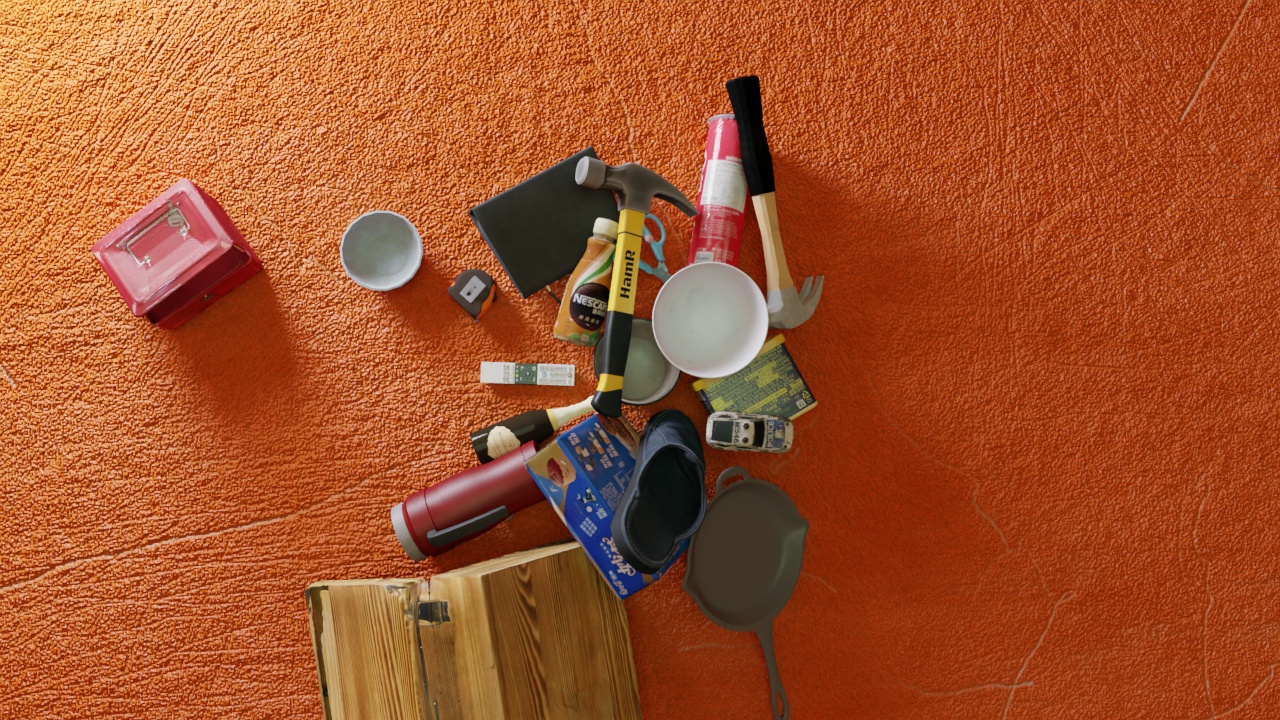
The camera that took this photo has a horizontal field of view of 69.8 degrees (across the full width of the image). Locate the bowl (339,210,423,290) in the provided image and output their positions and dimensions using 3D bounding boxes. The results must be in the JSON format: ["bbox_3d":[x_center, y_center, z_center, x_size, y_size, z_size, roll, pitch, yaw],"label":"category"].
[{"bbox_3d":[-0.338,-0.141,1.212,0.106,0.039,0.106,0,85,-4],"label":"bowl"}]

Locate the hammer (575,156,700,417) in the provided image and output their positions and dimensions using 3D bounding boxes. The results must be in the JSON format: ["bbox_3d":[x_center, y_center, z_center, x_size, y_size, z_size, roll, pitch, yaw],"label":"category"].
[{"bbox_3d":[-0.018,-0.089,1.163,0.169,0.034,0.324,11,83,-27],"label":"hammer"}]

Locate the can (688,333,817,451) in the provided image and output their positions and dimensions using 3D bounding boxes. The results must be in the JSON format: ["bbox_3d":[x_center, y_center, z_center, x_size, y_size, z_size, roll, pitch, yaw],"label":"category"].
[{"bbox_3d":[0.149,0.043,1.211,0.135,0.075,0.104,-30,90,-6],"label":"can"}]

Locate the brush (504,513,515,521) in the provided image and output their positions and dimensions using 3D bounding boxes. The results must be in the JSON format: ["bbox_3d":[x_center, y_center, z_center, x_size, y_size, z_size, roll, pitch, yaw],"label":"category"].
[{"bbox_3d":[-0.130,0.156,1.213,0.151,0.012,0.039,-43,89,-5],"label":"brush"}]

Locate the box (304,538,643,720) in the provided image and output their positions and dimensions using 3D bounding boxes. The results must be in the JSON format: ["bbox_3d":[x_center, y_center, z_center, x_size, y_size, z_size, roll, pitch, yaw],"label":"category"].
[{"bbox_3d":[-0.220,0.387,1.138,0.337,0.285,0.279,-11,86,38],"label":"box"}]

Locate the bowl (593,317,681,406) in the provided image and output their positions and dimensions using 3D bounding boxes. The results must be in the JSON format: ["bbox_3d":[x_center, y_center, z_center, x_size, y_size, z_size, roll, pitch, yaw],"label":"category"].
[{"bbox_3d":[-0.007,0.007,1.207,0.115,0.059,0.115,2,78,-7],"label":"bowl"}]

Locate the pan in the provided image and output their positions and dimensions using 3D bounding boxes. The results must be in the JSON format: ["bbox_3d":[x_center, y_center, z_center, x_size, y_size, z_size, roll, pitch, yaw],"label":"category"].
[{"bbox_3d":[0.147,0.308,1.189,0.216,0.024,0.354,-18,99,-33],"label":"pan"}]

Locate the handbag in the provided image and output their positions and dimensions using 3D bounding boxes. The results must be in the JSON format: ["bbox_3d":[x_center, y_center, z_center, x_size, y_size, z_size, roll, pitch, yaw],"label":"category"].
[{"bbox_3d":[-0.101,-0.152,1.219,0.175,0.072,0.196,-30,101,-9],"label":"handbag"}]

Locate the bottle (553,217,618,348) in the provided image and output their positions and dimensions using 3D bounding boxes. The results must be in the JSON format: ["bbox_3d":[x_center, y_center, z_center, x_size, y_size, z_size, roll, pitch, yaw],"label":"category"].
[{"bbox_3d":[-0.064,-0.101,1.191,0.059,0.059,0.167,16,90,-2],"label":"bottle"}]

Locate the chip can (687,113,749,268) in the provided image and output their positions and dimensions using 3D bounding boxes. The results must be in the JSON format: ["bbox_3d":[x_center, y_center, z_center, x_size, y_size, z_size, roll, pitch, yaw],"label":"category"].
[{"bbox_3d":[0.109,-0.205,1.229,0.073,0.073,0.233,9,85,-3],"label":"chip can"}]

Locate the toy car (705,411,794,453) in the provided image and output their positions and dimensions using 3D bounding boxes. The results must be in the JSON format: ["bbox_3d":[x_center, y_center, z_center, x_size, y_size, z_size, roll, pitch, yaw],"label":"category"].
[{"bbox_3d":[0.139,0.090,1.152,0.113,0.040,0.048,4,90,-7],"label":"toy car"}]

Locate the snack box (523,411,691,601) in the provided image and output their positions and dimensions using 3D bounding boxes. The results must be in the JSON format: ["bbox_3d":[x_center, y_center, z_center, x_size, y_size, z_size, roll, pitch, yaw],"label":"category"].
[{"bbox_3d":[-0.028,0.170,1.142,0.069,0.154,0.202,-37,86,29],"label":"snack box"}]

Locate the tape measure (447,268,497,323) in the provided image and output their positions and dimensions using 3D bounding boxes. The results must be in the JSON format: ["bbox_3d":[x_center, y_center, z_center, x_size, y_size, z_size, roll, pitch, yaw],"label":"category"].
[{"bbox_3d":[-0.219,-0.091,1.215,0.058,0.038,0.058,44,84,1],"label":"tape measure"}]

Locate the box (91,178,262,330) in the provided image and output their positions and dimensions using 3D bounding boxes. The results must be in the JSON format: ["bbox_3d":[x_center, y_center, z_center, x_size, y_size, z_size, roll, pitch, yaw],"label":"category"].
[{"bbox_3d":[-0.590,-0.132,1.176,0.157,0.098,0.129,-36,84,-2],"label":"box"}]

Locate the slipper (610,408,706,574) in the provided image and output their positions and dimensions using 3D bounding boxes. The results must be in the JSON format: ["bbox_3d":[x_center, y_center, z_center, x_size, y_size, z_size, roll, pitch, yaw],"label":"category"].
[{"bbox_3d":[0.047,0.143,1.113,0.084,0.264,0.109,-35,105,31],"label":"slipper"}]

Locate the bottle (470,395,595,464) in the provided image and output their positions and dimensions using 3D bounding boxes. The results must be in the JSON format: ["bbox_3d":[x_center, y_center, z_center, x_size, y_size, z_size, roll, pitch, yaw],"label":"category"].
[{"bbox_3d":[-0.129,0.083,1.203,0.184,0.045,0.045,-21,87,-5],"label":"bottle"}]

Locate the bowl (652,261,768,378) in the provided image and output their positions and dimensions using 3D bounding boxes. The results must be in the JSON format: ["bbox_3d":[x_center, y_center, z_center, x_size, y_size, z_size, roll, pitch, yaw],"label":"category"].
[{"bbox_3d":[0.085,-0.050,1.168,0.144,0.074,0.144,0,90,-1],"label":"bowl"}]

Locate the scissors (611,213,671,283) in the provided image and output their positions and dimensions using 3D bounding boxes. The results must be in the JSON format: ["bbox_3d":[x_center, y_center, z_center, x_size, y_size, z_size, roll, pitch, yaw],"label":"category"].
[{"bbox_3d":[0.013,-0.119,1.229,0.095,0.015,0.142,-28,100,-11],"label":"scissors"}]

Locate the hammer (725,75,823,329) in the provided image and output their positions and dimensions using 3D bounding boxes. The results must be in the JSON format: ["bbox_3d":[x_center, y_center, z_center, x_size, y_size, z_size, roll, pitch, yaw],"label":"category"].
[{"bbox_3d":[0.163,-0.202,1.200,0.130,0.039,0.328,-18,101,-31],"label":"hammer"}]

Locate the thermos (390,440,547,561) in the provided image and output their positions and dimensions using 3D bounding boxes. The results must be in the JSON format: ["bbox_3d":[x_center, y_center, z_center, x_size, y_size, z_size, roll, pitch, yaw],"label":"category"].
[{"bbox_3d":[-0.207,0.182,1.154,0.198,0.108,0.084,-26,113,-2],"label":"thermos"}]

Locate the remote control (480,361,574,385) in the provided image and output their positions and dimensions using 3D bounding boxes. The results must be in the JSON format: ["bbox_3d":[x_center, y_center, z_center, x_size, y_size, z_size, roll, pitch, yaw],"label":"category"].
[{"bbox_3d":[-0.150,0.018,1.224,0.124,0.012,0.028,2,85,-3],"label":"remote control"}]
